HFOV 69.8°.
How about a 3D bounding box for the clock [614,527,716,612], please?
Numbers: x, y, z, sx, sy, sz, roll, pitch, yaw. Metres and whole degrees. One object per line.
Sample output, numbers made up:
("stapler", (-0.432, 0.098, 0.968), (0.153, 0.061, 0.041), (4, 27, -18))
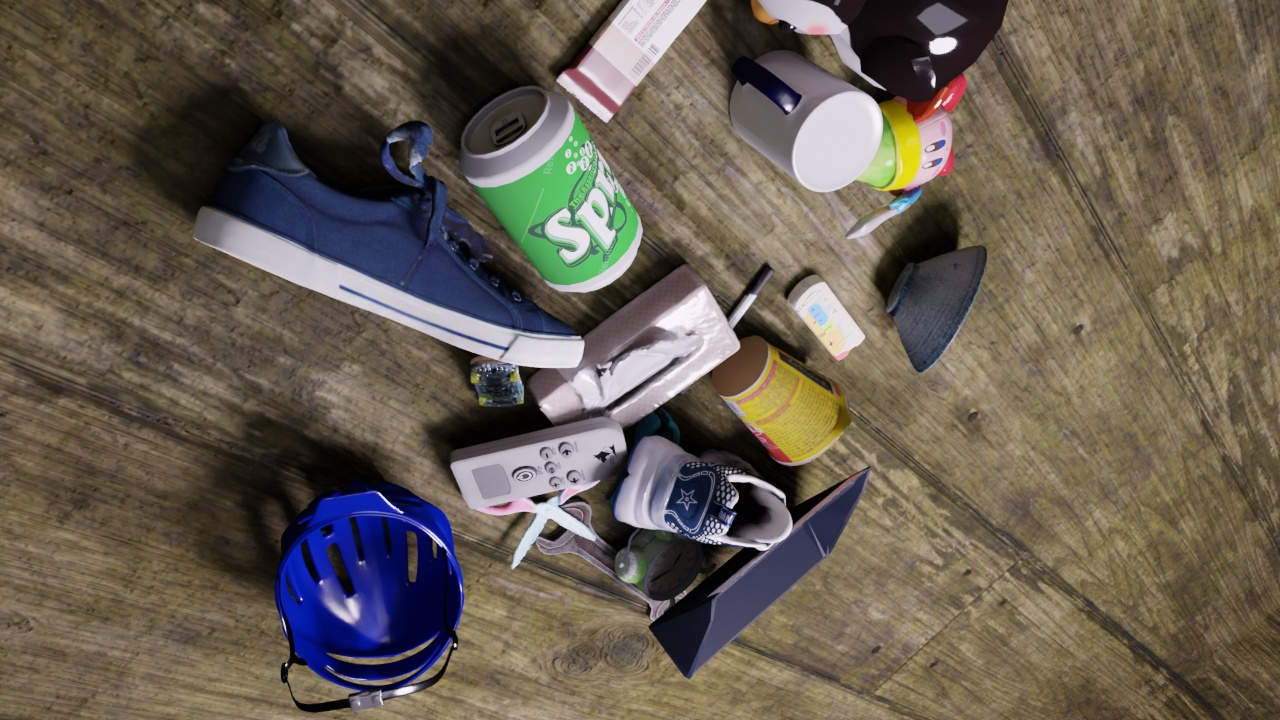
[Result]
("clock", (0.022, 0.212, 0.985), (0.094, 0.042, 0.119), (-43, 134, -11))

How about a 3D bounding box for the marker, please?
("marker", (0.078, -0.026, 0.866), (0.011, 0.011, 0.152), (22, 111, -39))

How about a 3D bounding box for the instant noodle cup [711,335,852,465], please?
("instant noodle cup", (0.128, 0.033, 0.890), (0.112, 0.100, 0.100), (36, 102, -32))

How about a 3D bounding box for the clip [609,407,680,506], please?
("clip", (0.007, 0.099, 0.914), (0.097, 0.026, 0.116), (-12, 129, -24))

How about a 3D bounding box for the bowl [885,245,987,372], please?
("bowl", (0.280, -0.061, 0.905), (0.057, 0.136, 0.137), (25, 116, 3))

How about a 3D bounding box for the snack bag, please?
("snack bag", (0.008, -0.247, 0.655), (0.158, 0.013, 0.057), (-49, 134, 12))

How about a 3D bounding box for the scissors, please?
("scissors", (-0.087, 0.126, 0.879), (0.177, 0.013, 0.170), (-48, 125, 4))

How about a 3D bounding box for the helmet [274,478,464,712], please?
("helmet", (-0.215, 0.212, 0.739), (0.147, 0.227, 0.242), (-8, 127, -12))

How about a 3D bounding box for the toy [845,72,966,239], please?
("toy", (0.207, -0.180, 0.786), (0.131, 0.097, 0.124), (-34, 143, -28))

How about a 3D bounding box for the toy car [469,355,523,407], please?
("toy car", (-0.118, 0.016, 0.763), (0.038, 0.027, 0.090), (-4, 158, -4))

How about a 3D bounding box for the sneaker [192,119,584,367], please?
("sneaker", (-0.146, -0.081, 0.653), (0.294, 0.121, 0.127), (26, 87, -37))

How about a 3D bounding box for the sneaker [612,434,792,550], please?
("sneaker", (0.094, 0.145, 0.886), (0.269, 0.132, 0.103), (25, 84, -56))

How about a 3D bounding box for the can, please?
("can", (-0.062, -0.120, 0.663), (0.088, 0.087, 0.140), (-36, 133, 0))

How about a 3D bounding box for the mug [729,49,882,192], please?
("mug", (0.115, -0.192, 0.699), (0.111, 0.097, 0.079), (27, 108, -40))

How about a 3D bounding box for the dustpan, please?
("dustpan", (0.128, 0.245, 0.989), (0.235, 0.080, 0.274), (-32, 171, -30))

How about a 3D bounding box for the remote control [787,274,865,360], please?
("remote control", (0.186, -0.041, 0.909), (0.038, 0.018, 0.125), (-43, 135, 6))

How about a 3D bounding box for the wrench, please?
("wrench", (-0.025, 0.225, 1.001), (0.070, 0.010, 0.273), (-40, 133, 4))

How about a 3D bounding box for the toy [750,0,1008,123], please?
("toy", (0.158, -0.273, 0.634), (0.184, 0.158, 0.140), (14, 150, -21))

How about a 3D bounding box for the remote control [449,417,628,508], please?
("remote control", (-0.086, 0.092, 0.811), (0.151, 0.019, 0.074), (-13, 138, -3))

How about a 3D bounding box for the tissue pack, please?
("tissue pack", (-0.005, 0.005, 0.809), (0.181, 0.071, 0.104), (-33, 134, 2))
